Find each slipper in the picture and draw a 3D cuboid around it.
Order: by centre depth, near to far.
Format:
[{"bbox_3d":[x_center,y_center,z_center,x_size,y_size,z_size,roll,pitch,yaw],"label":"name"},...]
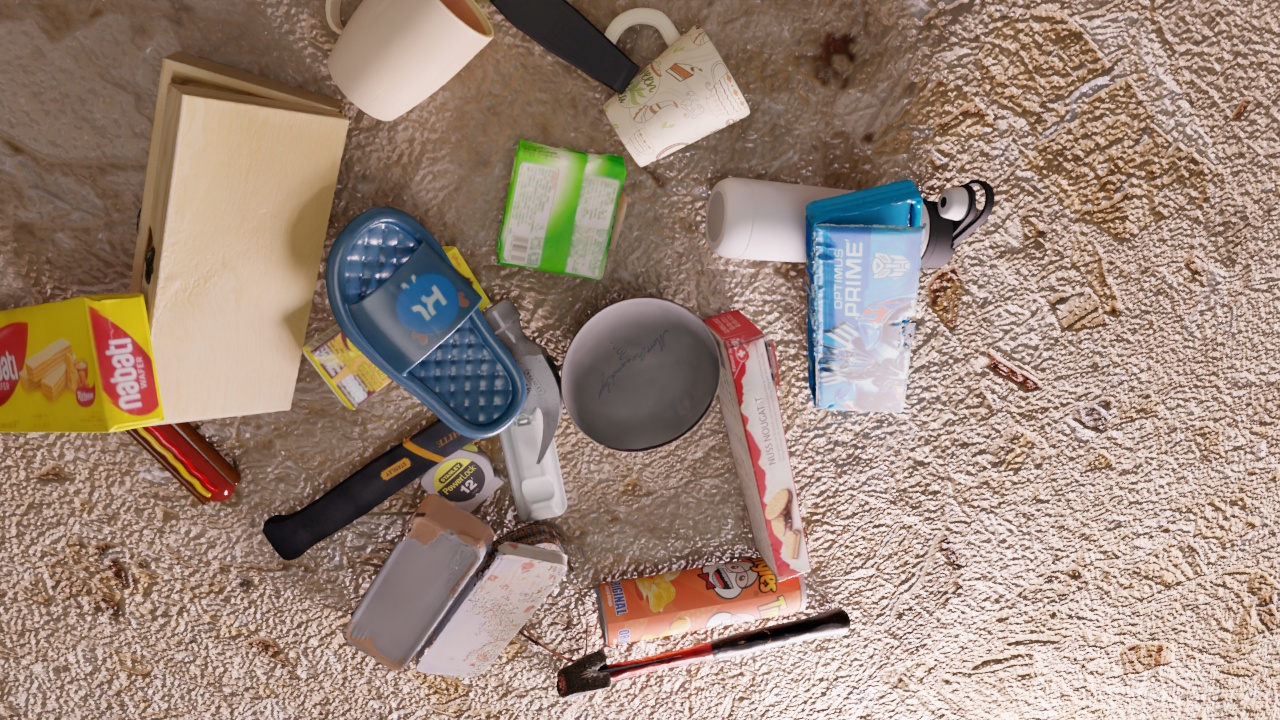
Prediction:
[{"bbox_3d":[-0.166,-0.021,0.729,0.103,0.059,0.214,-42,117,-18],"label":"slipper"}]

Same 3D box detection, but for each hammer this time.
[{"bbox_3d":[-0.210,0.083,0.828,0.313,0.035,0.139,-32,99,8],"label":"hammer"},{"bbox_3d":[0.075,0.308,0.976,0.325,0.036,0.141,-7,157,-16],"label":"hammer"}]

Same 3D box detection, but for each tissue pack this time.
[{"bbox_3d":[-0.066,-0.124,0.776,0.099,0.034,0.114,9,112,-13],"label":"tissue pack"}]

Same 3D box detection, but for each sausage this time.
[{"bbox_3d":[-0.405,0.063,0.783,0.040,0.040,0.155,-32,116,3],"label":"sausage"}]

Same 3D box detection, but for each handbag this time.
[{"bbox_3d":[-0.098,0.246,0.944,0.093,0.043,0.196,-28,125,-3],"label":"handbag"}]

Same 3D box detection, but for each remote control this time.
[{"bbox_3d":[-0.058,-0.253,0.707,0.125,0.010,0.039,37,103,-2],"label":"remote control"},{"bbox_3d":[-0.103,0.095,0.873,0.050,0.022,0.133,-12,116,-7],"label":"remote control"}]

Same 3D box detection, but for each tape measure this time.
[{"bbox_3d":[-0.168,0.111,0.869,0.064,0.016,0.065,-41,116,8],"label":"tape measure"}]

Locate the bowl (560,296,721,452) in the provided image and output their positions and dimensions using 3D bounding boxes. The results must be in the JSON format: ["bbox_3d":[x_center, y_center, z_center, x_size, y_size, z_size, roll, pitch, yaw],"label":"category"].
[{"bbox_3d":[-0.005,0.005,0.833,0.150,0.056,0.151,-6,115,-13],"label":"bowl"}]

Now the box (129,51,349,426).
[{"bbox_3d":[-0.311,-0.085,0.699,0.140,0.148,0.249,8,114,-28],"label":"box"}]

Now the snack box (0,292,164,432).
[{"bbox_3d":[-0.426,0.004,0.672,0.201,0.042,0.092,-3,97,35],"label":"snack box"}]

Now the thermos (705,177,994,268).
[{"bbox_3d":[0.179,-0.126,0.799,0.229,0.068,0.101,2,150,-14],"label":"thermos"}]

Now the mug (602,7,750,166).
[{"bbox_3d":[0.015,-0.224,0.736,0.097,0.081,0.122,-31,96,11],"label":"mug"}]

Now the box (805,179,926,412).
[{"bbox_3d":[0.195,-0.039,0.804,0.091,0.066,0.244,-13,139,0],"label":"box"}]

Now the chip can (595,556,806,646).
[{"bbox_3d":[0.062,0.247,0.955,0.210,0.062,0.062,-8,115,-9],"label":"chip can"}]

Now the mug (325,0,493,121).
[{"bbox_3d":[-0.183,-0.245,0.676,0.104,0.085,0.111,-39,88,19],"label":"mug"}]

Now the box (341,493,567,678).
[{"bbox_3d":[-0.178,0.225,0.864,0.157,0.063,0.217,21,126,-22],"label":"box"}]

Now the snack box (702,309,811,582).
[{"bbox_3d":[0.116,0.086,0.888,0.044,0.076,0.273,-18,116,-7],"label":"snack box"}]

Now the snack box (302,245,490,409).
[{"bbox_3d":[-0.199,-0.029,0.760,0.148,0.026,0.061,-41,119,-22],"label":"snack box"}]
